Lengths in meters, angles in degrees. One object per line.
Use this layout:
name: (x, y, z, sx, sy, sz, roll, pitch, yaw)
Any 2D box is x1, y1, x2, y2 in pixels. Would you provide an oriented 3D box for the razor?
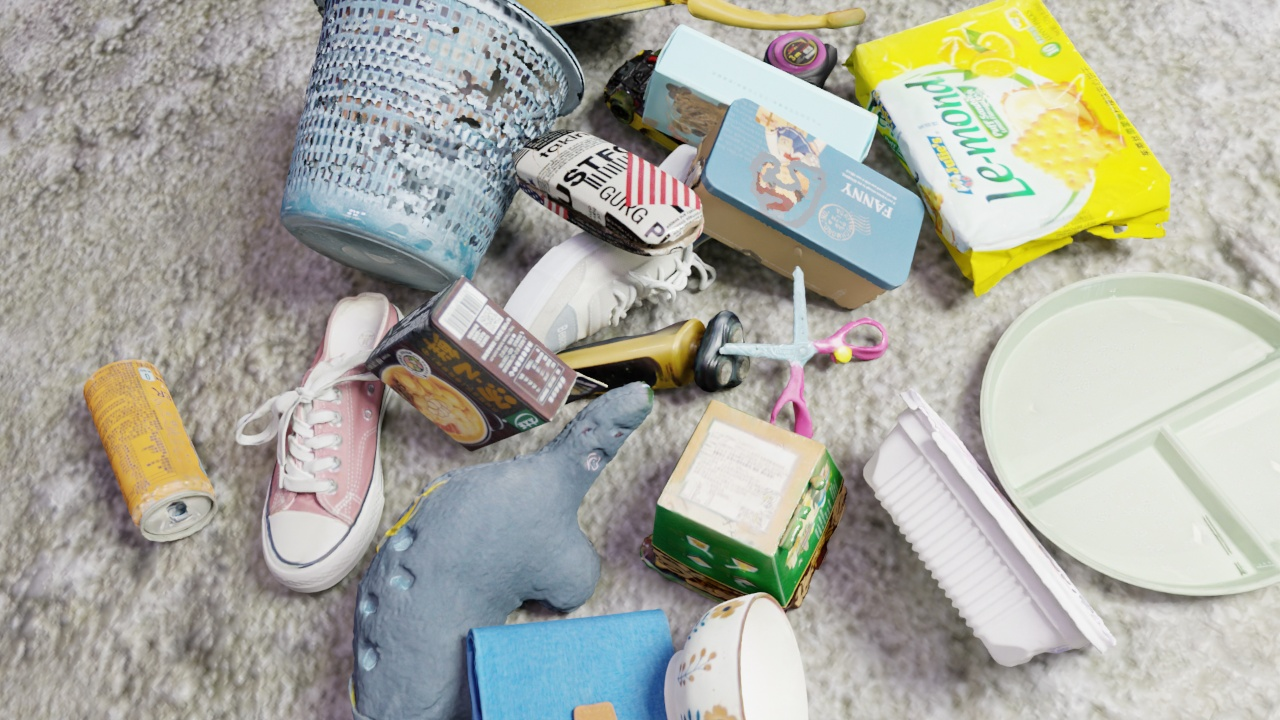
razor: (-0.004, 0.004, 0.682, 0.168, 0.062, 0.067, -8, 34, 12)

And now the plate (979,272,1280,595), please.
plate: (0.345, 0.044, 0.611, 0.230, 0.027, 0.229, -4, 62, 8)

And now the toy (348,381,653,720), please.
toy: (-0.109, 0.151, 0.606, 0.138, 0.091, 0.355, 26, 72, 8)

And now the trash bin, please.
trash bin: (-0.180, -0.168, 0.727, 0.227, 0.226, 0.195, 14, 79, 17)

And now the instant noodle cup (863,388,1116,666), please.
instant noodle cup: (0.203, 0.109, 0.554, 0.060, 0.138, 0.173, -40, 61, 13)

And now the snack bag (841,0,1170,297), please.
snack bag: (0.276, -0.172, 0.711, 0.158, 0.068, 0.246, -18, 61, 0)

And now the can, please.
can: (-0.383, 0.067, 0.715, 0.058, 0.058, 0.146, -35, 63, -8)

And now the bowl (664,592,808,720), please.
bowl: (0.053, 0.198, 0.545, 0.062, 0.113, 0.113, -12, 60, 26)

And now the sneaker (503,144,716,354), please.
sneaker: (-0.002, -0.066, 0.698, 0.091, 0.090, 0.241, 38, 65, 17)

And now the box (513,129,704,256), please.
box: (-0.025, -0.125, 0.651, 0.164, 0.060, 0.071, 30, 37, 31)

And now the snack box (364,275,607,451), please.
snack box: (-0.108, 0.011, 0.629, 0.113, 0.125, 0.053, -23, 30, 49)

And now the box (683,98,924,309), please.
box: (0.122, -0.109, 0.675, 0.184, 0.062, 0.089, 24, 66, -10)

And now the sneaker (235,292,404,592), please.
sneaker: (-0.234, 0.046, 0.682, 0.118, 0.088, 0.240, 2, 63, 11)

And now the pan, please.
pan: (0.005, -0.292, 0.765, 0.358, 0.078, 0.197, 0, 24, 26)

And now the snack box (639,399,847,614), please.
snack box: (0.066, 0.089, 0.594, 0.117, 0.106, 0.118, 22, 68, 20)

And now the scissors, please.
scissors: (0.119, -0.001, 0.659, 0.133, 0.017, 0.133, 1, 91, -16)

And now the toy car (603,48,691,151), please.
toy car: (0.038, -0.208, 0.786, 0.156, 0.041, 0.071, 35, 73, 13)

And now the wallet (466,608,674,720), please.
wallet: (-0.035, 0.208, 0.557, 0.133, 0.040, 0.106, 1, 59, -24)

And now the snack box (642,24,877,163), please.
snack box: (0.090, -0.189, 0.721, 0.175, 0.074, 0.051, 26, 71, 1)

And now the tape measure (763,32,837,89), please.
tape measure: (0.135, -0.252, 0.795, 0.058, 0.039, 0.057, 24, 69, 15)
